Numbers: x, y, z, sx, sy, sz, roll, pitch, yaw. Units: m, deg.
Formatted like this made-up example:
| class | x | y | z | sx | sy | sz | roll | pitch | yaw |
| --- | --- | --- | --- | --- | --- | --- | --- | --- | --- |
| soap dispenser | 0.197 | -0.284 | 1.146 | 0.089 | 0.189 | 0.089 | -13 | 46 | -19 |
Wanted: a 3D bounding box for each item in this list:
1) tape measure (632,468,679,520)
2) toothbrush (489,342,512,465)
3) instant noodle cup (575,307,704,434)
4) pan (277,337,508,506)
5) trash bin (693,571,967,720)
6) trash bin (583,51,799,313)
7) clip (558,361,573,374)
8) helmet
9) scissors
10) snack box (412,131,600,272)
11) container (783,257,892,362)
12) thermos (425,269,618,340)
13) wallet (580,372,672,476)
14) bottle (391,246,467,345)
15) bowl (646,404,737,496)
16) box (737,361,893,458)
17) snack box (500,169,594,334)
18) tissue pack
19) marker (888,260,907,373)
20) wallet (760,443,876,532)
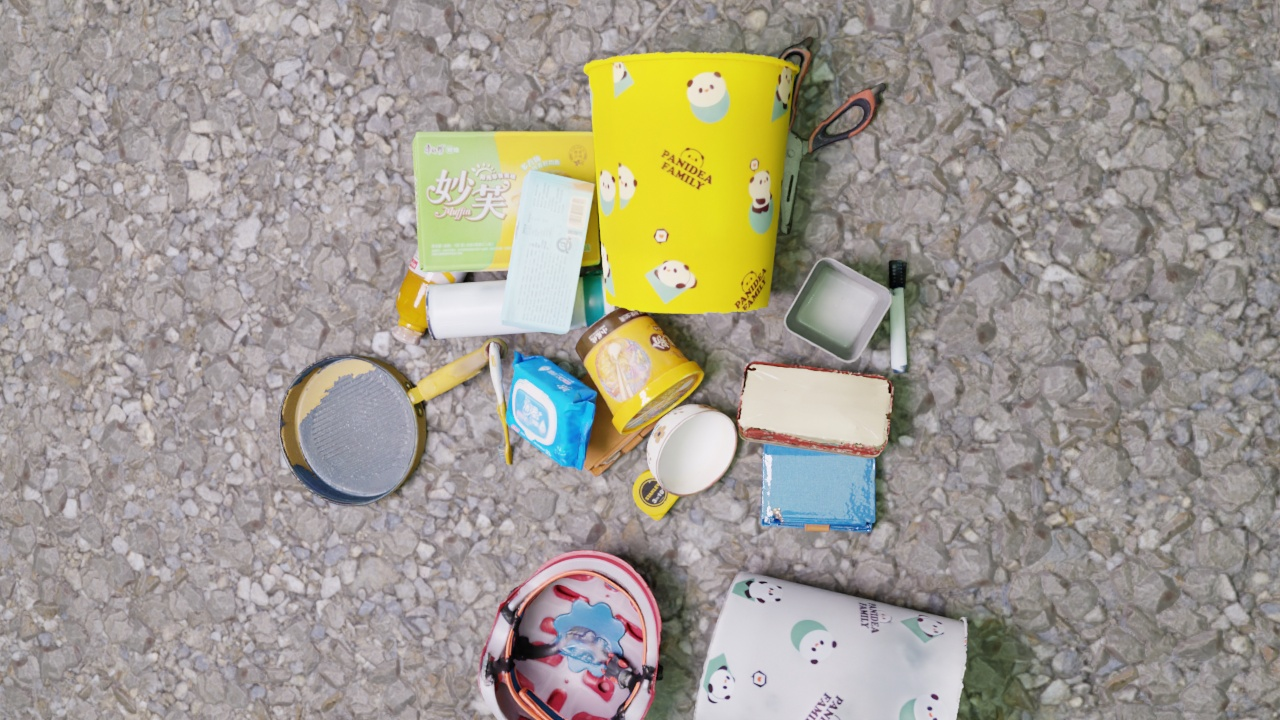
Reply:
| class | x | y | z | sx | sy | sz | roll | pitch | yaw |
| --- | --- | --- | --- | --- | --- | --- | --- | --- | --- |
| tape measure | 0.020 | 0.160 | 1.128 | 0.057 | 0.029 | 0.060 | 38 | 101 | 5 |
| toothbrush | -0.173 | 0.056 | 1.120 | 0.018 | 0.016 | 0.192 | 6 | 128 | 10 |
| instant noodle cup | -0.006 | 0.006 | 1.057 | 0.118 | 0.118 | 0.114 | -39 | 75 | 12 |
| pan | -0.309 | 0.056 | 1.163 | 0.358 | 0.078 | 0.197 | -27 | 89 | 13 |
| trash bin | 0.206 | 0.359 | 1.017 | 0.252 | 0.229 | 0.229 | 15 | 97 | 16 |
| trash bin | 0.052 | -0.188 | 1.002 | 0.230 | 0.229 | 0.255 | 3 | 101 | 11 |
| clip | -0.107 | 0.025 | 1.149 | 0.027 | 0.045 | 0.058 | 40 | 95 | 9 |
| helmet | -0.070 | 0.344 | 1.108 | 0.207 | 0.144 | 0.240 | 25 | 85 | 8 |
| scissors | 0.186 | -0.262 | 1.064 | 0.227 | 0.015 | 0.189 | -29 | 88 | 13 |
| snack box | -0.156 | -0.184 | 1.074 | 0.210 | 0.070 | 0.157 | -4 | 94 | -15 |
| container | 0.220 | -0.057 | 1.024 | 0.090 | 0.114 | 0.090 | 31 | 100 | 8 |
| thermos | -0.137 | -0.068 | 1.092 | 0.224 | 0.073 | 0.073 | -4 | 94 | 0 |
| wallet | -0.041 | 0.065 | 1.131 | 0.132 | 0.031 | 0.108 | -43 | 84 | 9 |
| bottle | -0.254 | -0.108 | 1.142 | 0.068 | 0.068 | 0.190 | 29 | 100 | 8 |
| bowl | 0.052 | 0.099 | 1.089 | 0.062 | 0.113 | 0.113 | 36 | 104 | 50 |
| box | 0.197 | 0.056 | 1.044 | 0.168 | 0.080 | 0.091 | 7 | 75 | 12 |
| snack box | -0.105 | -0.120 | 1.026 | 0.074 | 0.052 | 0.175 | 10 | 89 | -14 |
| tissue pack | -0.110 | 0.056 | 1.078 | 0.157 | 0.052 | 0.095 | 32 | 123 | 41 |
| marker | 0.298 | -0.050 | 1.058 | 0.022 | 0.018 | 0.131 | -4 | 94 | 3 |
| wallet | 0.209 | 0.149 | 1.083 | 0.133 | 0.040 | 0.106 | 1 | 87 | 11 |
